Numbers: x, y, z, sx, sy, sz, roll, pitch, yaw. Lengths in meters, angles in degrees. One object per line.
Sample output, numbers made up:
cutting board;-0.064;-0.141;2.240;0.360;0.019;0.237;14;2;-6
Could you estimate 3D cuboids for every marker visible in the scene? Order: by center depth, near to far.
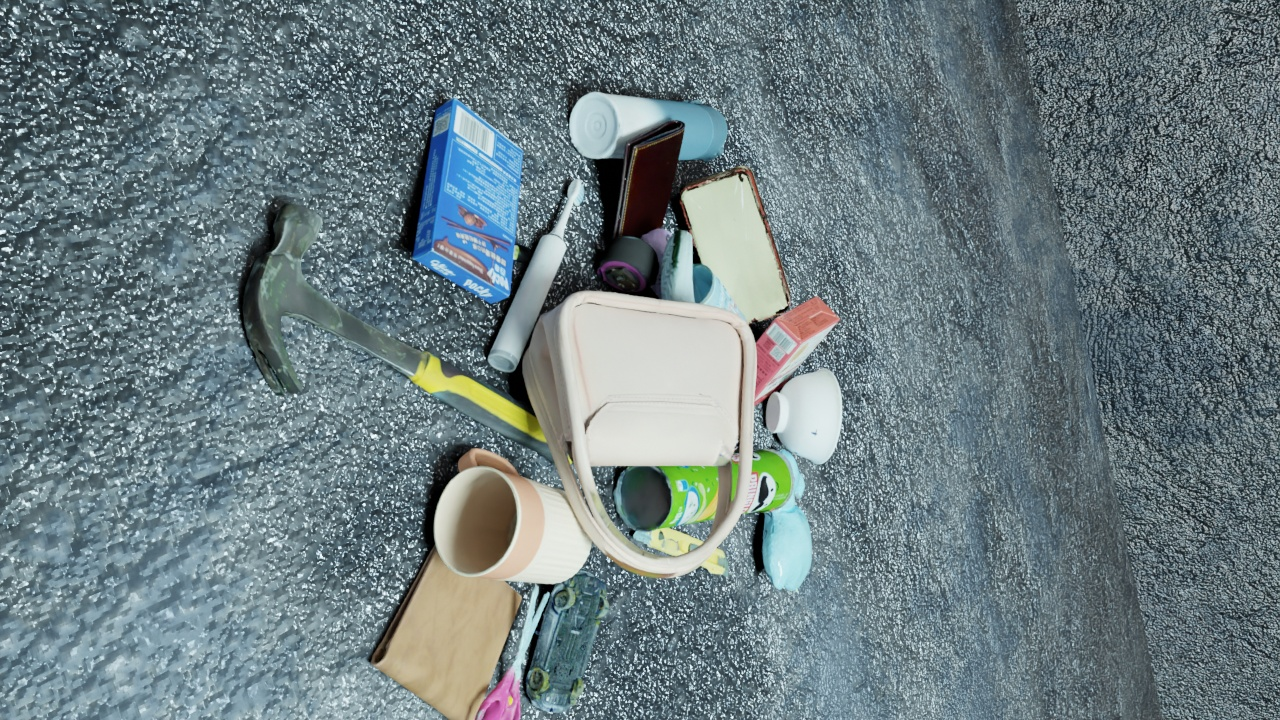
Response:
marker;-0.138;-0.095;0.791;0.124;0.015;0.018;-4;86;-55

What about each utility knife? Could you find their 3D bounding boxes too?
utility knife;0.045;0.198;0.964;0.173;0.019;0.030;27;56;-41

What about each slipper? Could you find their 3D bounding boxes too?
slipper;0.076;-0.015;0.939;0.103;0.074;0.246;-84;158;-60

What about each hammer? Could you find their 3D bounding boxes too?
hammer;-0.163;0.015;0.723;0.323;0.032;0.126;36;56;-43

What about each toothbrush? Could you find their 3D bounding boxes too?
toothbrush;-0.089;-0.086;0.841;0.026;0.027;0.220;57;41;-46

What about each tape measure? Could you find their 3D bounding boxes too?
tape measure;-0.012;-0.094;0.914;0.058;0.057;0.039;51;47;-44

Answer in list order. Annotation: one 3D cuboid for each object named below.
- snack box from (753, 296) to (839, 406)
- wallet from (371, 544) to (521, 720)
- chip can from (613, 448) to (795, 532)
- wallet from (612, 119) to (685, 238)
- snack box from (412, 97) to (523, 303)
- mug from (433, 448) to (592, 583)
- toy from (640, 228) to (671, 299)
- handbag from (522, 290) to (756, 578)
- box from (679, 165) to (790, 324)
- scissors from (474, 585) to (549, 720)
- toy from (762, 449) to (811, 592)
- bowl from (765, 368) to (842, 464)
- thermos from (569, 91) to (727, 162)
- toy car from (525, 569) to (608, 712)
snack box;0.166;-0.007;1.098;0.044;0.127;0.113;45;36;14
wallet;-0.145;0.209;0.714;0.101;0.020;0.115;51;43;-31
chip can;0.074;0.134;0.963;0.235;0.072;0.072;3;80;-51
wallet;0.006;-0.176;0.935;0.096;0.020;0.122;-36;148;-45
snack box;-0.141;-0.133;0.767;0.084;0.026;0.156;32;49;-44
mug;-0.105;0.123;0.736;0.106;0.082;0.114;29;24;-55
toy;0.029;-0.091;0.981;0.083;0.039;0.108;-47;122;-15
handbag;0.009;0.064;0.774;0.193;0.094;0.234;3;66;-26
box;0.105;-0.125;1.031;0.079;0.091;0.168;-59;131;-71
scissors;-0.098;0.251;0.747;0.096;0.017;0.136;77;30;-49
toy;0.175;0.199;1.095;0.161;0.050;0.156;-43;115;-56
bowl;0.192;0.066;1.121;0.064;0.118;0.118;5;75;-13
thermos;0.017;-0.248;0.980;0.219;0.070;0.070;-17;95;-52
toy car;-0.066;0.241;0.794;0.054;0.037;0.120;30;70;-46
